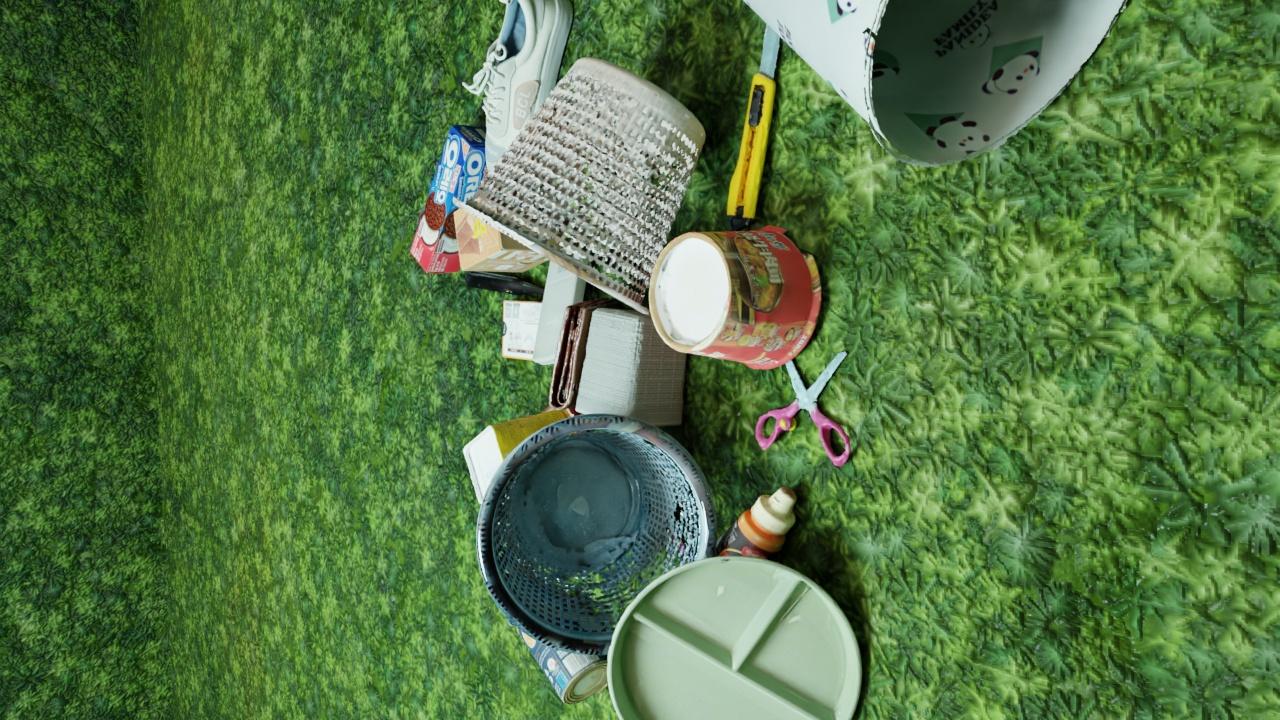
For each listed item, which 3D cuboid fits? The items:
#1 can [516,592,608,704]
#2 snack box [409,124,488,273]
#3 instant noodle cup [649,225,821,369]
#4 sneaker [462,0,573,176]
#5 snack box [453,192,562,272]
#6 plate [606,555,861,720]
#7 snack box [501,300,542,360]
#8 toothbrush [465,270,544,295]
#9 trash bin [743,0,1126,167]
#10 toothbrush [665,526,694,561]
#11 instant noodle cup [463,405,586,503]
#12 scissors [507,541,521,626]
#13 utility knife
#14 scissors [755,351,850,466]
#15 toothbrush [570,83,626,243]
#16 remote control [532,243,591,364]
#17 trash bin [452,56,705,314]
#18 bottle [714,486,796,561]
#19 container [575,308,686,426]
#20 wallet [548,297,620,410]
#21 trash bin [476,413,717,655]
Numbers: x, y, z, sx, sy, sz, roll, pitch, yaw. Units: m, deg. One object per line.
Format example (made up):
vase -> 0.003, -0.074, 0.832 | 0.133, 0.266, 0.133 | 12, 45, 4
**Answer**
can -> -0.089, 0.347, 1.105 | 0.111, 0.075, 0.075 | 46, 125, 36
snack box -> -0.256, -0.220, 1.266 | 0.058, 0.057, 0.208 | 48, 125, 32
instant noodle cup -> 0.081, -0.059, 0.856 | 0.138, 0.108, 0.138 | 0, 90, 50
sneaker -> -0.161, -0.335, 1.126 | 0.089, 0.090, 0.243 | 44, 124, 39
snack box -> -0.165, -0.159, 1.140 | 0.095, 0.092, 0.077 | -16, 80, 48
plate -> 0.085, 0.282, 0.839 | 0.230, 0.027, 0.230 | 1, 102, 4
snack box -> -0.122, -0.037, 1.151 | 0.154, 0.026, 0.075 | 6, 97, 47
toothbrush -> -0.160, -0.098, 1.192 | 0.213, 0.027, 0.026 | 12, 146, 46
trash bin -> 0.180, -0.303, 0.660 | 0.252, 0.229, 0.230 | 54, 129, 38
toothbrush -> 0.077, 0.235, 0.961 | 0.189, 0.017, 0.014 | 47, 124, 40
instant noodle cup -> -0.135, 0.119, 1.104 | 0.116, 0.123, 0.116 | -38, 66, 43
scissors -> -0.157, 0.257, 1.161 | 0.170, 0.019, 0.175 | -161, 76, -82
utility knife -> 0.111, -0.236, 0.878 | 0.033, 0.015, 0.230 | 14, 98, 41
scissors -> 0.156, 0.045, 0.856 | 0.134, 0.017, 0.136 | -56, 50, 30
toothbrush -> -0.049, -0.238, 1.055 | 0.027, 0.026, 0.221 | -21, 76, 20
remote control -> -0.091, -0.067, 1.077 | 0.058, 0.021, 0.149 | -14, 58, 41
trash bin -> -0.044, -0.182, 0.920 | 0.227, 0.227, 0.192 | 32, 94, 42
bottle -> 0.106, 0.182, 0.891 | 0.066, 0.066, 0.150 | 48, 119, 35
container -> -0.006, 0.006, 0.981 | 0.090, 0.090, 0.114 | 15, 100, 46
wallet -> -0.059, -0.008, 1.031 | 0.032, 0.101, 0.125 | 16, 105, 22
trash bin -> -0.054, 0.160, 0.944 | 0.195, 0.226, 0.226 | -170, 79, -80
